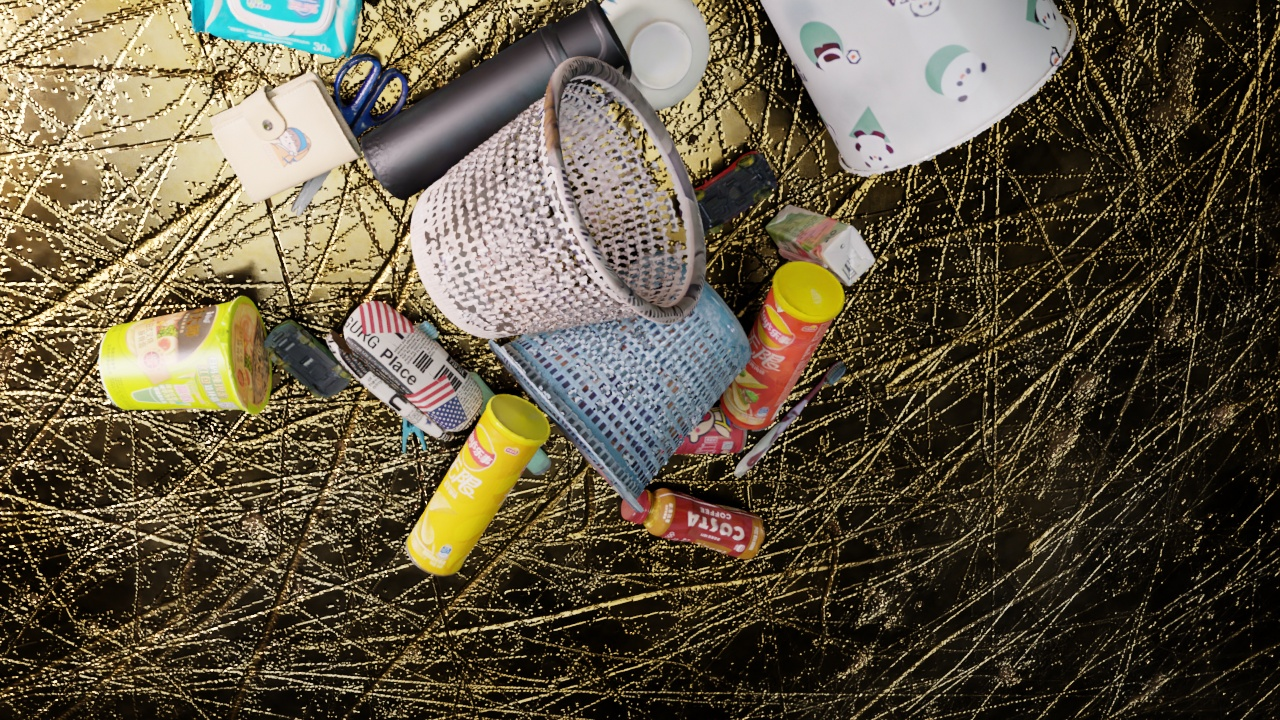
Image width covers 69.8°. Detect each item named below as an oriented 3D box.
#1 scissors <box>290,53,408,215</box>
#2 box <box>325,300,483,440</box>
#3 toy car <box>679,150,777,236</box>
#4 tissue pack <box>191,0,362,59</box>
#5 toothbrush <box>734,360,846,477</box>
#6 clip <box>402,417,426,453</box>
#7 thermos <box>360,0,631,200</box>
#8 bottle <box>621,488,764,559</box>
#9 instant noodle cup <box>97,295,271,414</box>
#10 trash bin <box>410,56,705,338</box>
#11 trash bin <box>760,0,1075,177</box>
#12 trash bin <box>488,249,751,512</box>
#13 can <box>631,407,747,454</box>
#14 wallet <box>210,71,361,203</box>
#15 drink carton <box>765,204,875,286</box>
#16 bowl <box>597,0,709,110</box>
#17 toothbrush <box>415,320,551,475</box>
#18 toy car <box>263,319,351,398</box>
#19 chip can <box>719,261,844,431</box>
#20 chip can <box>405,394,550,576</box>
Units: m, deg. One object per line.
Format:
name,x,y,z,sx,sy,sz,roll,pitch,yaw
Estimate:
scissors,-0.283,-0.204,0.833,0.175,0.012,0.108,-36,141,0
box,-0.231,0.009,0.923,0.088,0.076,0.162,-44,109,0
toy car,0.088,-0.171,0.945,0.106,0.031,0.049,-36,118,3
tissue pack,-0.302,-0.310,0.766,0.133,0.050,0.093,5,114,-16
toothbrush,0.178,0.073,1.092,0.016,0.017,0.188,37,101,-26
clip,-0.245,0.074,0.986,0.039,0.014,0.056,-6,118,-13
thermos,-0.124,-0.221,0.818,0.243,0.068,0.090,-26,132,13
bottle,0.062,0.191,1.097,0.174,0.057,0.057,19,109,-22
instant noodle cup,-0.425,0.001,0.857,0.123,0.111,0.112,-6,116,-4
trash bin,-0.080,-0.114,0.790,0.193,0.226,0.227,-18,123,29
trash bin,0.213,-0.333,0.800,0.230,0.229,0.252,-38,113,5
trash bin,-0.005,0.005,0.918,0.195,0.226,0.226,-41,119,-7
can,0.050,0.080,1.042,0.132,0.053,0.053,1,115,-15
wallet,-0.319,-0.199,0.816,0.115,0.024,0.087,-19,112,16
drink carton,0.180,-0.118,0.941,0.045,0.122,0.053,-45,119,-2
bowl,0.012,-0.287,0.850,0.116,0.066,0.117,-6,116,-12
toothbrush,-0.168,0.042,0.984,0.027,0.026,0.224,-19,123,30
toy car,-0.330,-0.002,0.914,0.043,0.036,0.091,-38,117,4
chip can,0.143,-0.008,0.958,0.073,0.073,0.217,-3,146,-13
chip can,-0.177,0.135,0.982,0.072,0.072,0.214,24,117,-23
